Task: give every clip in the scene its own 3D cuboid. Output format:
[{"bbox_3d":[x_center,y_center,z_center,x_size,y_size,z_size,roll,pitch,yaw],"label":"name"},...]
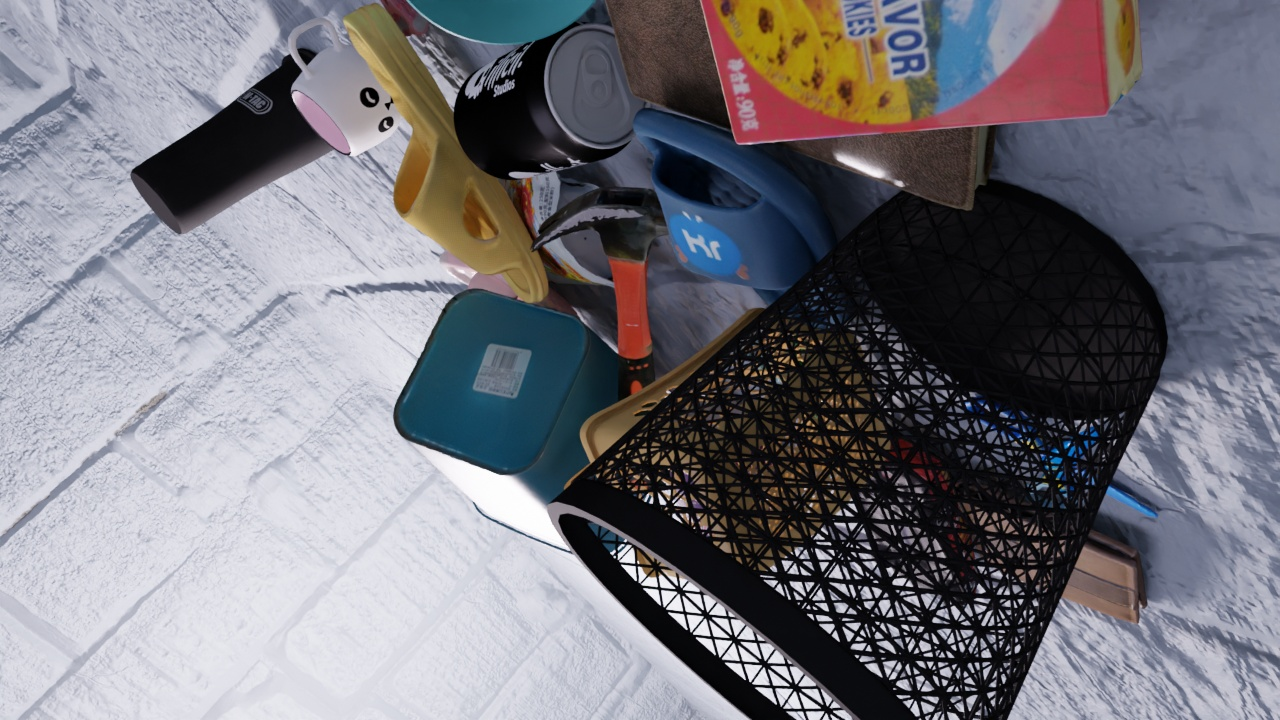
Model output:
[{"bbox_3d":[-0.181,-0.265,0.690,0.050,0.023,0.059,30,160,20],"label":"clip"}]

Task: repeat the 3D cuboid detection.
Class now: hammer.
[{"bbox_3d":[-0.004,0.004,0.727,0.133,0.033,0.334,7,138,10],"label":"hammer"}]

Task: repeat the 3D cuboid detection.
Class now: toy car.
[{"bbox_3d":[0.213,0.125,0.709,0.082,0.056,0.189,26,154,44],"label":"toy car"}]

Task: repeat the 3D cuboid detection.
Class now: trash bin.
[{"bbox_3d":[-0.098,0.056,0.869,0.199,0.196,0.219,16,162,23],"label":"trash bin"},{"bbox_3d":[0.117,0.052,0.448,0.217,0.242,0.217,37,161,15],"label":"trash bin"}]

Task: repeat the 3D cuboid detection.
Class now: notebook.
[{"bbox_3d":[0.057,-0.172,0.404,0.215,0.034,0.190,29,157,32],"label":"notebook"}]

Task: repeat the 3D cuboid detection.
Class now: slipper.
[{"bbox_3d":[-0.139,-0.067,0.962,0.222,0.055,0.106,26,173,44],"label":"slipper"},{"bbox_3d":[-0.166,-0.147,0.734,0.263,0.078,0.099,62,169,-27],"label":"slipper"},{"bbox_3d":[0.065,-0.068,0.532,0.104,0.059,0.213,25,169,40],"label":"slipper"}]

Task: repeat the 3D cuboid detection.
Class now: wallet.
[{"bbox_3d":[0.279,0.130,0.626,0.121,0.026,0.099,23,159,42],"label":"wallet"}]

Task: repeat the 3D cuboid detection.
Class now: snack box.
[{"bbox_3d":[0.082,-0.150,0.307,0.145,0.040,0.143,7,125,43],"label":"snack box"}]

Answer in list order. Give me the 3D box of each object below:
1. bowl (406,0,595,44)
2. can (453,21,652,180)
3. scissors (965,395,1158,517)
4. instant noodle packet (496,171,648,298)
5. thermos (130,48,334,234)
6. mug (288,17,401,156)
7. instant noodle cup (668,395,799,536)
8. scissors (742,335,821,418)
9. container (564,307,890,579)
[{"bbox_3d":[-0.074,-0.231,0.477,0.121,0.121,0.046,68,-172,-53],"label":"bowl"},{"bbox_3d":[-0.059,-0.161,0.585,0.080,0.080,0.146,51,159,-24],"label":"can"},{"bbox_3d":[0.253,0.063,0.563,0.125,0.013,0.130,33,163,24],"label":"scissors"},{"bbox_3d":[-0.091,-0.113,0.803,0.147,0.057,0.269,52,164,-23],"label":"instant noodle packet"},{"bbox_3d":[-0.387,-0.215,0.913,0.106,0.218,0.106,35,152,22],"label":"thermos"},{"bbox_3d":[-0.261,-0.245,0.806,0.090,0.076,0.124,29,157,34],"label":"mug"},{"bbox_3d":[0.072,0.102,0.873,0.137,0.121,0.122,29,149,58],"label":"instant noodle cup"},{"bbox_3d":[0.125,0.022,0.726,0.117,0.012,0.130,27,155,40],"label":"scissors"},{"bbox_3d":[0.055,0.057,0.637,0.167,0.183,0.129,2,120,52],"label":"container"}]
